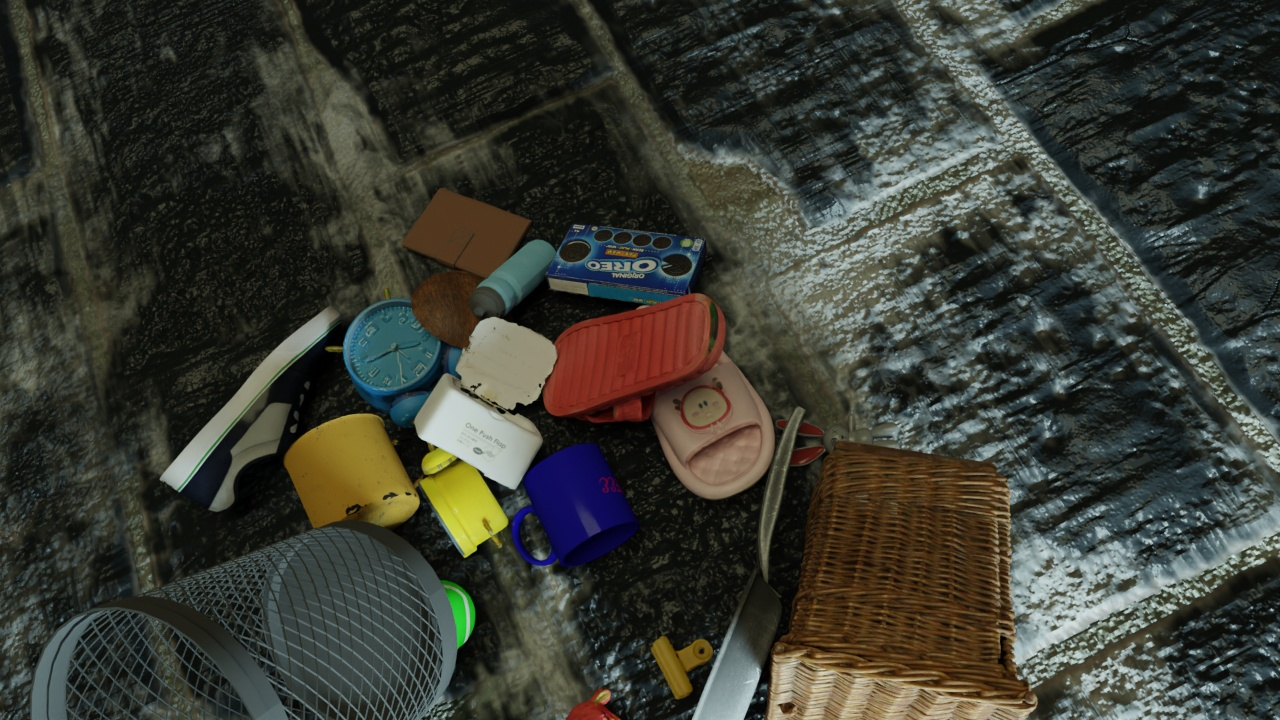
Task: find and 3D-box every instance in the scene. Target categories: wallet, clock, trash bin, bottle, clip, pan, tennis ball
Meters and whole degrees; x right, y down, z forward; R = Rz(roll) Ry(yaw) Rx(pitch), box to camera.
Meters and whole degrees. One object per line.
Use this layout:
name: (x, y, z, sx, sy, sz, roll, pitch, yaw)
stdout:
wallet: (-0.190, -0.138, 1.007, 0.121, 0.013, 0.087, 22, 67, 16)
clock: (-0.229, 0.003, 0.927, 0.161, 0.060, 0.116, 35, 75, 17)
trash bin: (-0.282, 0.248, 0.705, 0.218, 0.226, 0.218, 4, 100, 21)
clock: (-0.172, 0.126, 0.856, 0.057, 0.083, 0.118, -32, 69, -12)
bottle: (-0.129, -0.079, 0.926, 0.040, 0.040, 0.129, 20, 39, 15)
clip: (0.038, 0.261, 0.800, 0.049, 0.044, 0.054, -39, 64, 18)
pan: (0.094, 0.187, 0.756, 0.055, 0.188, 0.355, 22, 59, 12)
tennis ball: (-0.181, 0.230, 0.822, 0.065, 0.065, 0.065, -3, 67, 7)

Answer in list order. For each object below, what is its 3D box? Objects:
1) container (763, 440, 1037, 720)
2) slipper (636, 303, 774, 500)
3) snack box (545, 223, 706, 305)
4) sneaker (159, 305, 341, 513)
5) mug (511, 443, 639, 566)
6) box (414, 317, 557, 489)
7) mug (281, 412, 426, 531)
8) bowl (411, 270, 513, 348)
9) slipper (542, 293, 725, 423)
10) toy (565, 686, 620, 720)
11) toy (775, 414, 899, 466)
container: (0.190, 0.189, 0.703, 0.162, 0.250, 0.182, 8, 59, 11)
slipper: (0.053, 0.029, 0.880, 0.106, 0.056, 0.221, -25, 63, -4)
snack box: (-0.014, -0.098, 0.940, 0.150, 0.027, 0.082, 8, 50, 17)
sneaker: (-0.369, 0.048, 0.928, 0.079, 0.084, 0.234, 41, 66, -15)
mug: (-0.068, 0.140, 0.840, 0.111, 0.079, 0.083, -32, 66, 6)
box: (-0.130, 0.029, 0.859, 0.109, 0.121, 0.136, 34, 90, -15)
mug: (-0.261, 0.113, 0.870, 0.123, 0.101, 0.094, -19, 65, -32)
bowl: (-0.175, -0.059, 0.927, 0.102, 0.026, 0.114, 33, 36, 1)
slipper: (-0.005, 0.005, 0.844, 0.249, 0.059, 0.103, -14, 60, 48)
toy: (-0.067, 0.333, 0.776, 0.133, 0.088, 0.093, -10, 31, 24)
toy: (0.183, 0.075, 0.856, 0.112, 0.030, 0.049, -3, 71, 11)
